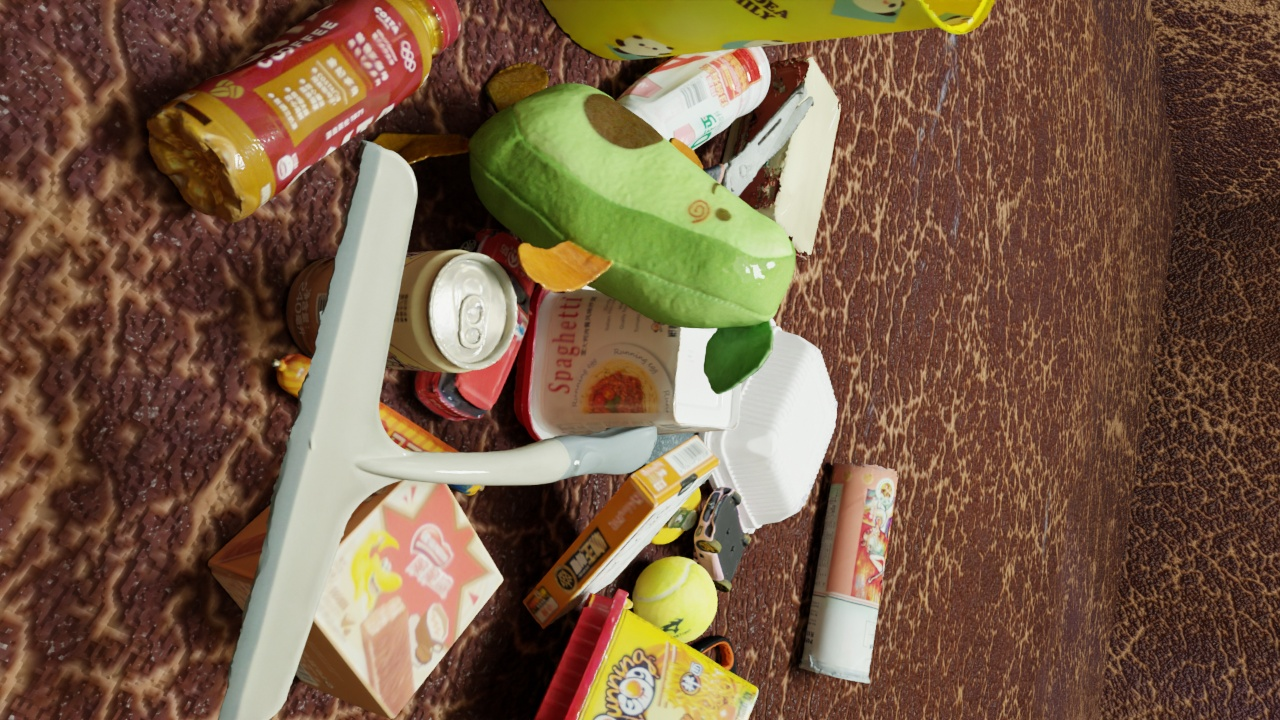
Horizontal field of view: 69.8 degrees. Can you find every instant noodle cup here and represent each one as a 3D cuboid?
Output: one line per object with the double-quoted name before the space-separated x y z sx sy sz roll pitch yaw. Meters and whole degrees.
"instant noodle cup" -0.004 0.004 0.607 0.116 0.124 0.116 10 84 -53
"instant noodle cup" 0.123 0.058 0.816 0.173 0.060 0.138 -60 138 -38
"instant noodle cup" 0.001 0.227 0.598 0.116 0.123 0.116 109 5 -64

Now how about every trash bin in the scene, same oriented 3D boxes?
"trash bin" 0.071 -0.303 0.579 0.229 0.256 0.229 -4 95 -53

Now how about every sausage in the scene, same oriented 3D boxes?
"sausage" -0.141 0.039 0.515 0.165 0.021 0.021 43 59 -44

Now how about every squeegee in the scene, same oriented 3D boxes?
"squeegee" -0.054 0.047 0.444 0.246 0.039 0.246 4 107 -54

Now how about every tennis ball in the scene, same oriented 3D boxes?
"tennis ball" 0.026 0.183 0.703 0.065 0.066 0.065 -4 95 -52

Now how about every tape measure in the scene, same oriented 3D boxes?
"tape measure" 0.023 0.115 0.712 0.057 0.029 0.060 16 102 -53

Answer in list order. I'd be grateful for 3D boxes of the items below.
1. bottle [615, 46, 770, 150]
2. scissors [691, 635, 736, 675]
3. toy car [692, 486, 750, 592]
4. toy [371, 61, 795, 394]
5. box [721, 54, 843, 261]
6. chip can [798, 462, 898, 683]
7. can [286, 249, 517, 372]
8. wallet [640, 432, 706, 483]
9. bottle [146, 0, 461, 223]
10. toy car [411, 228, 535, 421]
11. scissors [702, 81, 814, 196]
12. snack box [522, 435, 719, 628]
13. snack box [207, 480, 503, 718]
"bottle" 0.023 -0.184 0.682 0.196 0.068 0.068 -43 124 -38
"scissors" 0.016 0.283 0.738 0.223 0.022 0.221 -42 118 -45
"toy car" 0.064 0.149 0.763 0.122 0.037 0.056 74 36 -50
"toy" -0.017 -0.092 0.519 0.226 0.247 0.090 -49 169 -49
"box" 0.128 -0.177 0.805 0.091 0.079 0.168 33 65 -49
"chip can" 0.216 0.215 0.948 0.071 0.071 0.214 28 69 -49
"can" -0.121 -0.024 0.459 0.058 0.116 0.058 -3 94 -52
"wallet" 0.028 0.044 0.738 0.120 0.019 0.097 26 71 -52
"bottle" -0.156 -0.138 0.456 0.174 0.058 0.057 -53 131 -36
"toy car" -0.095 -0.022 0.554 0.053 0.045 0.120 39 60 -48
"scissors" 0.062 -0.148 0.720 0.194 0.015 0.206 4 102 -37
"snack box" -0.014 0.114 0.598 0.026 0.154 0.075 48 37 15
"snack box" -0.142 0.109 0.472 0.094 0.077 0.093 -50 129 -39
